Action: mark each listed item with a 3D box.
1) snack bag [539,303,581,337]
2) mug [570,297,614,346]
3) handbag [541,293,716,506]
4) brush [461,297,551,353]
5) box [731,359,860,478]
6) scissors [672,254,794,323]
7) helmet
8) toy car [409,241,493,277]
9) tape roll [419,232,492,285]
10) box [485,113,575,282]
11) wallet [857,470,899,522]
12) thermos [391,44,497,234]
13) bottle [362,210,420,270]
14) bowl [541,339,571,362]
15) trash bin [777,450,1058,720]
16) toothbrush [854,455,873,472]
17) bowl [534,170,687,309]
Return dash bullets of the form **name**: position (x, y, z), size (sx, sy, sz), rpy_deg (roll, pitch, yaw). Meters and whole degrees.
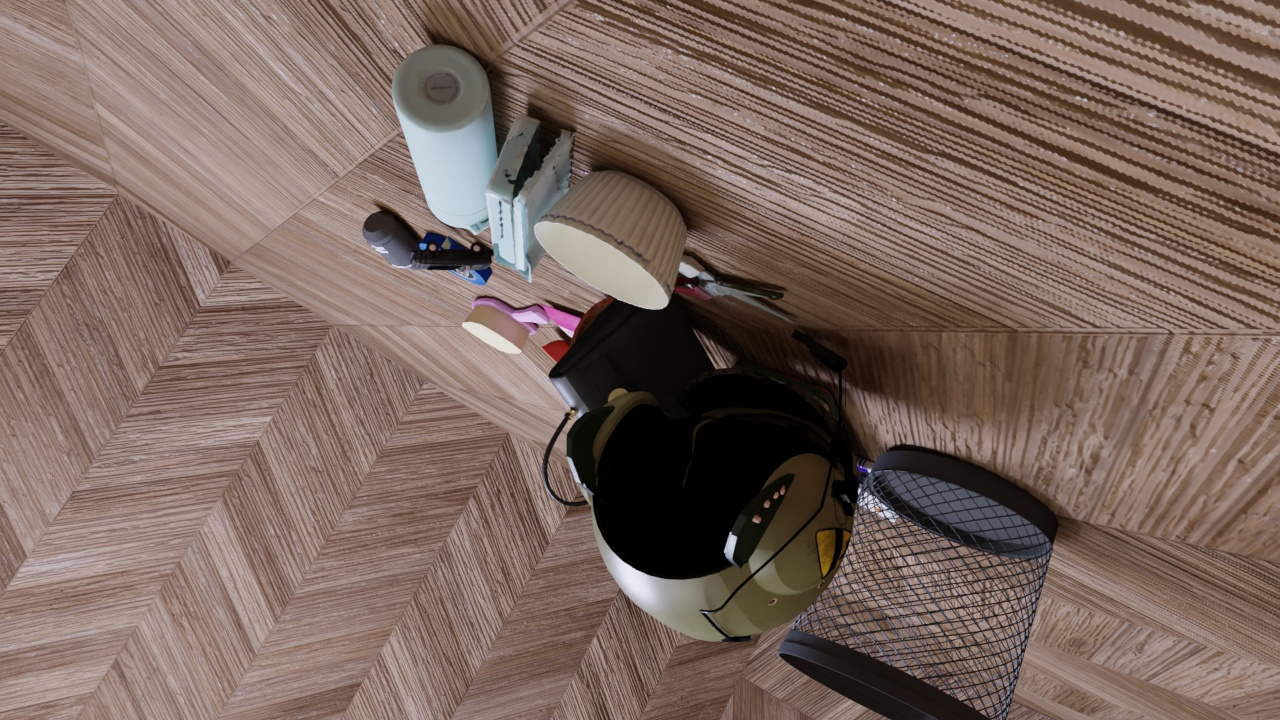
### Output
- **snack bag**: position (-0.058, -0.017, 1.195), size (0.070, 0.016, 0.196), rpy_deg (22, 166, 35)
- **mug**: position (-0.006, 0.006, 0.976), size (0.111, 0.082, 0.117), rpy_deg (33, -152, -34)
- **handbag**: position (-0.018, 0.058, 0.877), size (0.072, 0.195, 0.176), rpy_deg (10, 137, 57)
- **brush**: position (-0.182, -0.049, 1.278), size (0.089, 0.043, 0.229), rpy_deg (35, 167, -23)
- **box**: position (0.164, 0.080, 0.981), size (0.118, 0.050, 0.205), rpy_deg (18, 158, 33)
- **scissors**: position (0.028, -0.077, 0.774), size (0.179, 0.015, 0.199), rpy_deg (35, 165, -24)
- **helmet**: position (0.077, 0.106, 0.782), size (0.251, 0.255, 0.233), rpy_deg (19, 160, 37)
- **toy car**: position (-0.217, -0.114, 1.053), size (0.092, 0.037, 0.040), rpy_deg (-1, 176, -19)
- **tape roll**: position (-0.230, -0.126, 1.143), size (0.091, 0.016, 0.093), rpy_deg (38, 165, -36)
- **box**: position (-0.092, -0.122, 0.726), size (0.067, 0.083, 0.199), rpy_deg (47, 168, 2)
- **wallet**: position (0.265, 0.153, 1.105), size (0.118, 0.037, 0.115), rpy_deg (27, 168, 25)
- **thermos**: position (-0.144, -0.162, 0.707), size (0.078, 0.065, 0.207), rpy_deg (52, 169, 5)
- **bottle**: position (-0.311, -0.148, 1.168), size (0.047, 0.047, 0.112), rpy_deg (24, 167, 23)
- **bowl**: position (-0.080, 0.011, 1.258), size (0.122, 0.035, 0.122), rpy_deg (43, 178, 2)
- **trash bin**: position (0.282, 0.235, 0.914), size (0.218, 0.227, 0.218), rpy_deg (25, 163, 8)
- **toothbrush**: position (0.251, 0.118, 1.047), size (0.187, 0.015, 0.016), rpy_deg (22, 164, 26)
- **bowl**: position (-0.015, -0.095, 0.691), size (0.115, 0.062, 0.115), rpy_deg (28, 168, 6)
